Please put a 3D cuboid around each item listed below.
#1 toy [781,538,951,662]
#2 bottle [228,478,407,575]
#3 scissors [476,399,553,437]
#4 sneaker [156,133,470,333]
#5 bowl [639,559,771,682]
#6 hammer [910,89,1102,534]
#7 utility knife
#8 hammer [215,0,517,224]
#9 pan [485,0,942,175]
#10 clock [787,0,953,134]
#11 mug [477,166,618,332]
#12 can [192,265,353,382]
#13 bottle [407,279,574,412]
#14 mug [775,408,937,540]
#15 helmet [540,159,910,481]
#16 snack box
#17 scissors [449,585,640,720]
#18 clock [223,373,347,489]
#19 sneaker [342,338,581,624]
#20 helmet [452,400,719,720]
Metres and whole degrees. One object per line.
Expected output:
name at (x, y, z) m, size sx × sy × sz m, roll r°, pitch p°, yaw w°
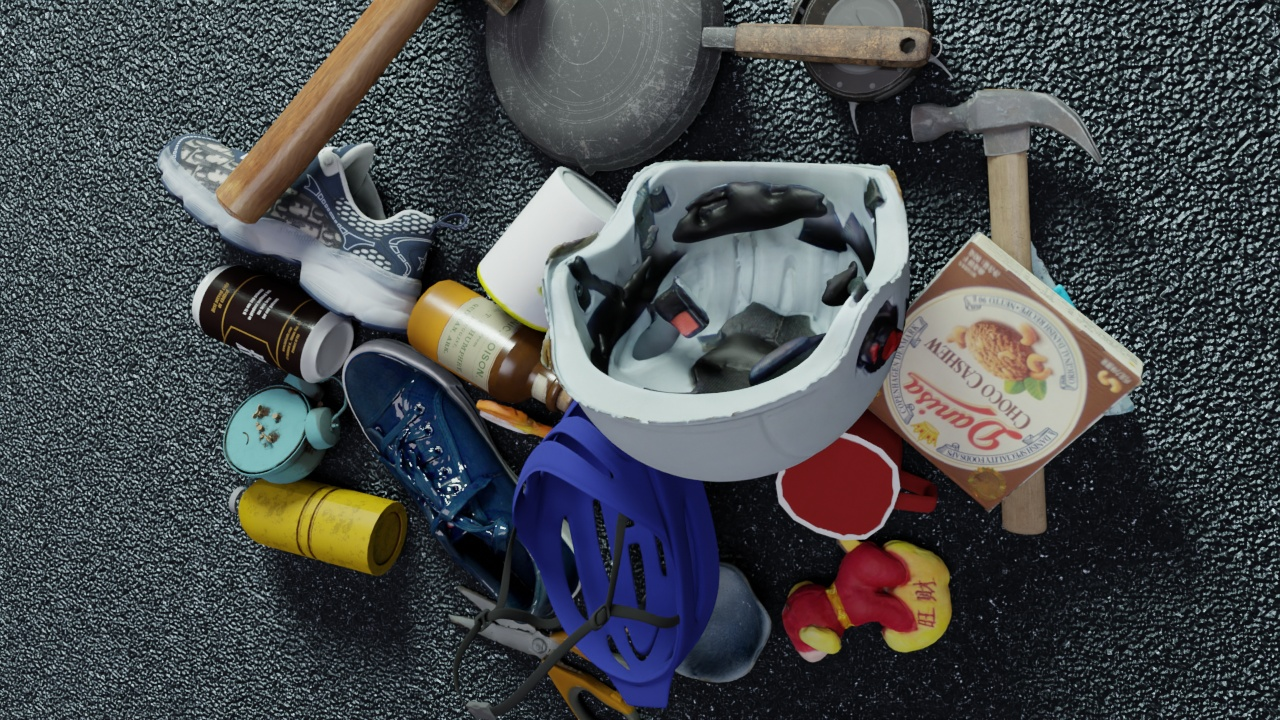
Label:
toy at (0.178, 0.189, 0.732) m, size 0.137 × 0.067 × 0.105 m, roll -20°, pitch 92°, yaw 12°
bottle at (-0.311, 0.150, 0.865) m, size 0.164 × 0.071 × 0.071 m, roll 11°, pitch 105°, yaw 14°
scissors at (-0.082, 0.064, 0.795) m, size 0.133 × 0.084 × 0.012 m, roll 23°, pitch 76°, yaw -13°
sneaker at (-0.281, -0.139, 0.789) m, size 0.269 × 0.103 × 0.132 m, roll 32°, pitch 95°, yaw 7°
bowl at (0.058, 0.209, 0.774) m, size 0.110 × 0.055 × 0.110 m, roll 4°, pitch 104°, yaw 16°
hammer at (0.269, -0.027, 0.664) m, size 0.120 × 0.030 × 0.331 m, roll 0°, pitch 104°, yaw 30°
utility knife at (0.311, -0.030, 0.664) m, size 0.022 × 0.015 × 0.158 m, roll -27°, pitch 92°, yaw 29°
hammer at (-0.229, -0.230, 0.713) m, size 0.301 × 0.037 × 0.158 m, roll -48°, pitch 66°, yaw 7°
pan at (0.032, -0.234, 0.662) m, size 0.357 × 0.040 × 0.208 m, roll 11°, pitch 104°, yaw 25°
clock at (0.157, -0.234, 0.648) m, size 0.091 × 0.043 × 0.123 m, roll -28°, pitch 89°, yaw 25°
mug at (-0.067, -0.088, 0.730) m, size 0.082 × 0.082 × 0.106 m, roll 43°, pitch 109°, yaw 4°
can at (-0.329, -0.034, 0.828) m, size 0.128 × 0.071 × 0.072 m, roll 23°, pitch 108°, yaw 11°
bottle at (-0.113, -0.004, 0.759) m, size 0.157 × 0.067 × 0.068 m, roll 29°, pitch 109°, yaw 18°
mug at (0.167, 0.084, 0.690) m, size 0.116 × 0.096 × 0.080 m, roll 22°, pitch 107°, yaw 11°
helmet at (0.065, -0.015, 0.627) m, size 0.237 × 0.263 × 0.164 m, roll 4°, pitch 137°, yaw 27°
snack box at (0.245, 0.010, 0.655) m, size 0.143 × 0.041 × 0.147 m, roll 42°, pitch 122°, yaw 10°
scissors at (-0.071, 0.260, 0.846) m, size 0.225 × 0.016 × 0.166 m, roll 35°, pitch 109°, yaw 9°
clock at (-0.321, 0.061, 0.845) m, size 0.124 × 0.053 × 0.090 m, roll -33°, pitch 59°, yaw -1°
sneaker at (-0.166, 0.106, 0.784) m, size 0.121 × 0.127 × 0.294 m, roll -41°, pitch 86°, yaw 22°
helmet at (-0.045, 0.146, 0.661) m, size 0.148 × 0.227 × 0.241 m, roll -16°, pitch 91°, yaw 42°
